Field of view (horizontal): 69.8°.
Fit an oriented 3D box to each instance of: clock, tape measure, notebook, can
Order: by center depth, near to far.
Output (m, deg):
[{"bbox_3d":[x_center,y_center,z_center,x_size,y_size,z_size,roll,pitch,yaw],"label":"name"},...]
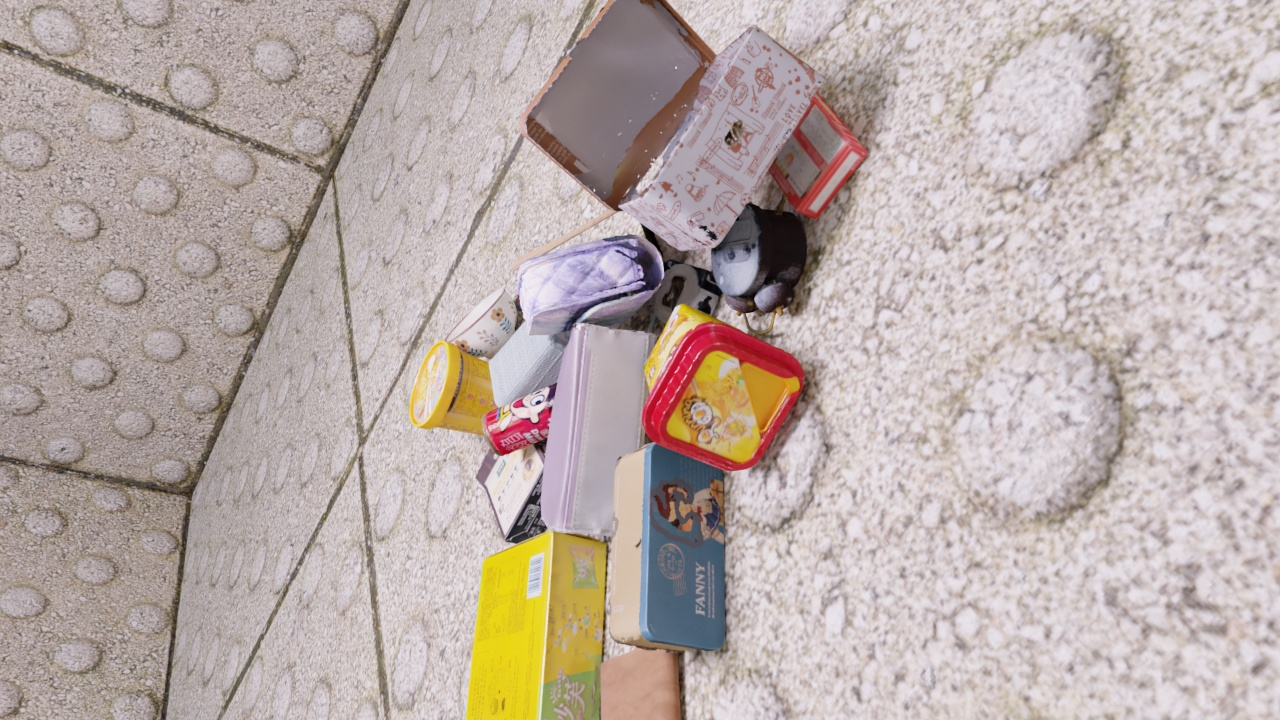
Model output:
[{"bbox_3d":[0.104,-0.084,0.812,0.082,0.055,0.122,4,93,63],"label":"clock"},{"bbox_3d":[0.045,-0.064,0.914,0.066,0.033,0.066,20,90,48],"label":"tape measure"},{"bbox_3d":[-0.038,-0.150,0.954,0.211,0.012,0.149,-29,9,2],"label":"notebook"},{"bbox_3d":[-0.108,0.060,1.027,0.133,0.053,0.053,-23,48,13],"label":"can"}]

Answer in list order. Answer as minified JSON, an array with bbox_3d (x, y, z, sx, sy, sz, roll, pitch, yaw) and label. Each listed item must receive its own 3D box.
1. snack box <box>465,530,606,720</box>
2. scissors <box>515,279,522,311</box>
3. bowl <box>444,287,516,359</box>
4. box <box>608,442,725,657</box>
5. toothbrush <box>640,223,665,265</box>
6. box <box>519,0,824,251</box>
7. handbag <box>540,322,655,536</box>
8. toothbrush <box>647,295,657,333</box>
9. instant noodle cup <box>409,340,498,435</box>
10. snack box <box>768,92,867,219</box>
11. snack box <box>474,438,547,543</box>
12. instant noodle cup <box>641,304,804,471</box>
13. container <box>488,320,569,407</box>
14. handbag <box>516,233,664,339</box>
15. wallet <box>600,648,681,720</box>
[{"bbox_3d":[-0.108,0.294,0.937,0.158,0.070,0.209,-31,49,47],"label":"snack box"},{"bbox_3d":[-0.110,-0.098,1.125,0.222,0.210,0.022,-5,111,39],"label":"scissors"},{"bbox_3d":[-0.212,-0.041,1.277,0.114,0.062,0.113,-37,19,15],"label":"bowl"},{"bbox_3d":[0.023,0.166,0.783,0.060,0.089,0.184,-32,51,45],"label":"box"},{"bbox_3d":[0.018,-0.113,1.016,0.017,0.012,0.185,-56,34,32],"label":"toothbrush"},{"bbox_3d":[0.018,-0.223,0.800,0.183,0.193,0.157,-57,14,-3],"label":"box"},{"bbox_3d":[-0.043,0.072,0.913,0.145,0.098,0.197,167,110,-72],"label":"handbag"},{"bbox_3d":[-0.006,0.006,0.972,0.016,0.016,0.180,35,109,63],"label":"toothbrush"},{"bbox_3d":[-0.231,0.045,1.224,0.119,0.114,0.118,-35,46,46],"label":"instant noodle cup"},{"bbox_3d":[0.148,-0.202,0.845,0.075,0.025,0.152,-54,34,28],"label":"snack box"},{"bbox_3d":[-0.138,0.136,1.088,0.113,0.053,0.125,-60,32,17],"label":"snack box"},{"bbox_3d":[0.060,0.016,0.794,0.116,0.116,0.123,-62,21,16],"label":"instant noodle cup"},{"bbox_3d":[-0.109,0.003,1.083,0.112,0.090,0.089,-50,37,26],"label":"container"},{"bbox_3d":[-0.055,-0.068,0.938,0.194,0.134,0.075,149,106,-81],"label":"handbag"},{"bbox_3d":[-0.002,0.307,0.813,0.116,0.020,0.101,-37,45,47],"label":"wallet"}]
